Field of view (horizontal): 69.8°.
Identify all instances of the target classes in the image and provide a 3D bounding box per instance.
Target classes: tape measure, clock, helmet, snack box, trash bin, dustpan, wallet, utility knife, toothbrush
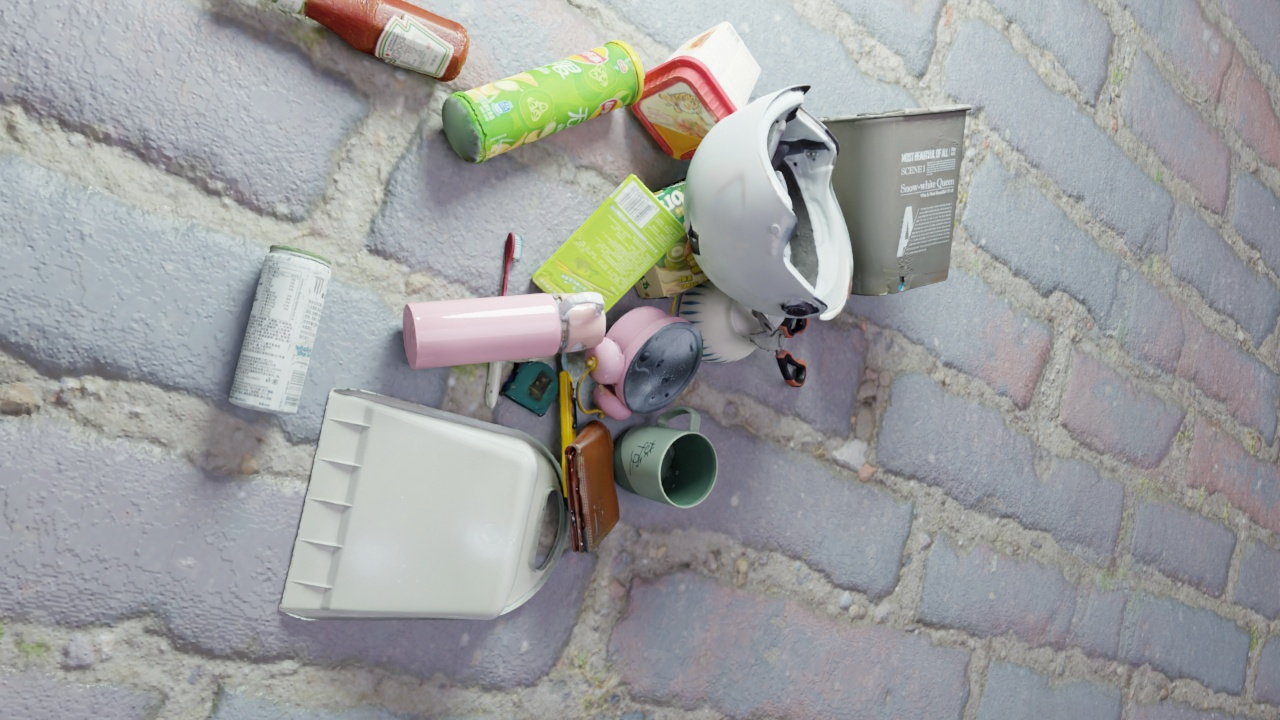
[{"bbox_3d":[-0.115,0.027,0.987,0.058,0.025,0.054,34,75,-31],"label":"tape measure"},{"bbox_3d":[-0.006,0.006,1.019,0.158,0.060,0.117,-36,141,-22],"label":"clock"},{"bbox_3d":[0.130,-0.151,0.984,0.258,0.146,0.228,44,48,-54],"label":"helmet"},{"bbox_3d":[-0.034,-0.115,0.989,0.086,0.026,0.156,43,95,-16],"label":"snack box"},{"bbox_3d":[0.293,-0.205,1.161,0.198,0.199,0.220,-14,106,-33],"label":"trash bin"},{"bbox_3d":[-0.199,0.162,0.947,0.257,0.143,0.222,12,85,-5],"label":"dustpan"},{"bbox_3d":[-0.054,0.135,0.995,0.101,0.032,0.124,-42,129,-69],"label":"wallet"},{"bbox_3d":[-0.079,0.056,1.004,0.015,0.033,0.218,-3,88,9],"label":"utility knife"},{"bbox_3d":[-0.144,-0.042,0.970,0.017,0.016,0.187,9,87,-44],"label":"toothbrush"},{"bbox_3d":[0.087,-0.167,1.092,0.239,0.063,0.114,-29,108,-30],"label":"snack box"}]

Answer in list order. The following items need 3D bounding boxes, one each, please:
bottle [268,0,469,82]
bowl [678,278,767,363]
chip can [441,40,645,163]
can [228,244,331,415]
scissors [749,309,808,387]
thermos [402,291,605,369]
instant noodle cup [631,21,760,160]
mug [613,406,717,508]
[{"bbox_3d":[-0.262,-0.318,0.849,0.205,0.060,0.059,12,86,-34],"label":"bottle"},{"bbox_3d":[0.111,-0.053,1.112,0.116,0.066,0.116,-2,93,-35],"label":"bowl"},{"bbox_3d":[-0.099,-0.270,0.954,0.220,0.073,0.072,-30,108,-29],"label":"chip can"},{"bbox_3d":[-0.322,-0.026,0.823,0.058,0.058,0.146,16,83,-34],"label":"can"},{"bbox_3d":[0.176,-0.030,1.133,0.212,0.015,0.198,-56,141,-44],"label":"scissors"},{"bbox_3d":[-0.131,-0.036,0.918,0.198,0.087,0.067,-6,68,-23],"label":"thermos"},{"bbox_3d":[0.070,-0.312,1.050,0.116,0.117,0.124,48,56,-26],"label":"instant noodle cup"},{"bbox_3d":[0.028,0.104,1.039,0.082,0.106,0.111,26,78,-32],"label":"mug"}]
